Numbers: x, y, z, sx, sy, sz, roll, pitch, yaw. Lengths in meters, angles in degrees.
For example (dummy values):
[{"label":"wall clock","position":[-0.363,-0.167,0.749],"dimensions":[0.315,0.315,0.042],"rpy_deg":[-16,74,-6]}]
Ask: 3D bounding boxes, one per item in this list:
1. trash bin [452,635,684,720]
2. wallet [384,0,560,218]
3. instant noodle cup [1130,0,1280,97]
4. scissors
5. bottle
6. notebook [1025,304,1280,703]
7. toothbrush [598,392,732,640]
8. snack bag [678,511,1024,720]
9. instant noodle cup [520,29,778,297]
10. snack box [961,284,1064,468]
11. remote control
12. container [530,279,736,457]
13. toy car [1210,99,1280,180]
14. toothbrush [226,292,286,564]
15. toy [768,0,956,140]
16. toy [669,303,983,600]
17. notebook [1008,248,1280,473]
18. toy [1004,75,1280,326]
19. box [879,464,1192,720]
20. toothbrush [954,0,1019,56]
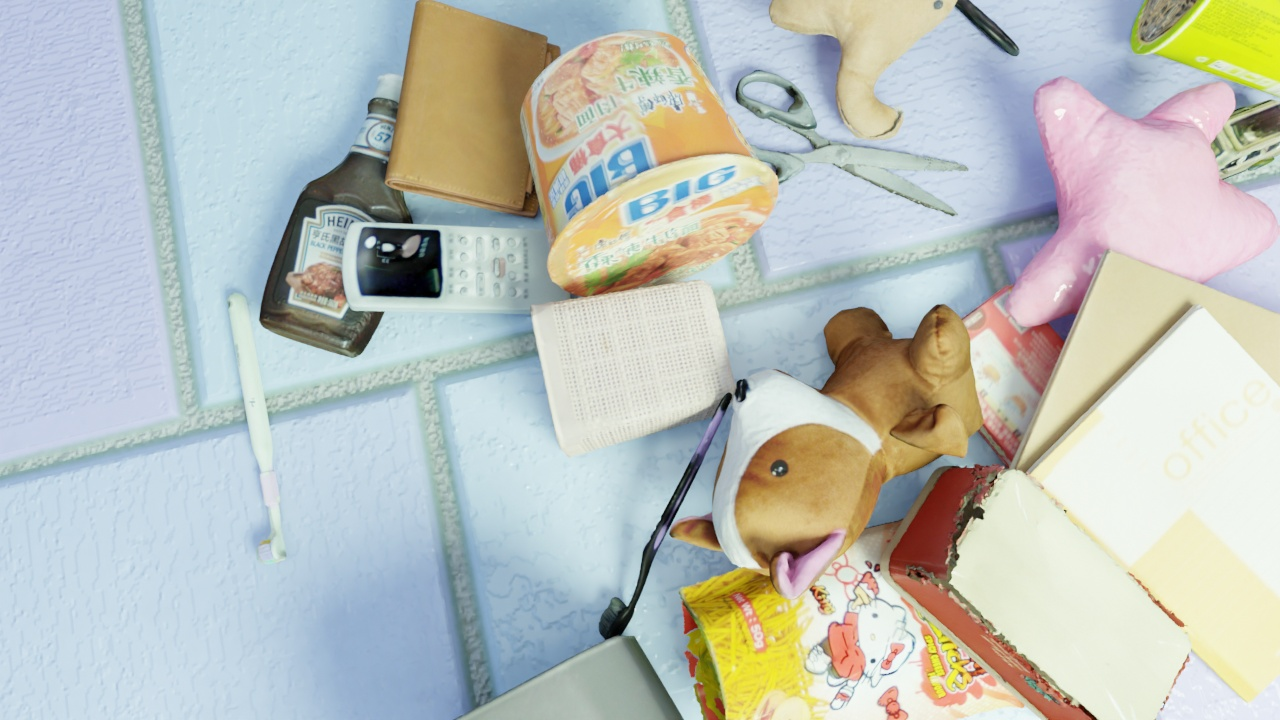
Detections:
[{"label":"trash bin","position":[-0.026,0.282,0.489],"dimensions":[0.199,0.199,0.219],"rpy_deg":[-27,72,-3]},{"label":"wallet","position":[-0.111,-0.171,0.631],"dimensions":[0.107,0.031,0.131],"rpy_deg":[10,81,-19]},{"label":"instant noodle cup","position":[0.408,-0.225,0.590],"dimensions":[0.123,0.112,0.111],"rpy_deg":[25,82,-1]},{"label":"scissors","position":[0.134,-0.146,0.635],"dimensions":[0.163,0.014,0.165],"rpy_deg":[-25,81,-1]},{"label":"bottle","position":[-0.194,-0.103,0.633],"dimensions":[0.080,0.044,0.194],"rpy_deg":[18,80,-1]},{"label":"notebook","position":[0.346,0.088,0.544],"dimensions":[0.206,0.010,0.146],"rpy_deg":[44,95,-6]},{"label":"toothbrush","position":[0.013,0.099,0.564],"dimensions":[0.017,0.014,0.189],"rpy_deg":[36,112,33]},{"label":"snack bag","position":[0.131,0.165,0.549],"dimensions":[0.207,0.073,0.128],"rpy_deg":[-10,79,-13]},{"label":"instant noodle cup","position":[-0.003,-0.124,0.578],"dimensions":[0.151,0.151,0.111],"rpy_deg":[-20,71,0]},{"label":"snack box","position":[0.256,0.032,0.589],"dimensions":[0.075,0.025,0.153],"rpy_deg":[-37,80,-3]},{"label":"remote control","position":[-0.120,-0.061,0.611],"dimensions":[0.150,0.021,0.058],"rpy_deg":[0,82,-14]},{"label":"container","position":[-0.003,0.003,0.580],"dimensions":[0.111,0.090,0.090],"rpy_deg":[-12,79,-1]},{"label":"toy car","position":[0.384,-0.142,0.608],"dimensions":[0.090,0.035,0.042],"rpy_deg":[-22,77,3]},{"label":"toothbrush","position":[-0.263,0.043,0.624],"dimensions":[0.020,0.029,0.189],"rpy_deg":[-3,75,-40]},{"label":"toy","position":[0.152,-0.266,0.614],"dimensions":[0.144,0.082,0.226],"rpy_deg":[-21,82,19]},{"label":"toy","position":[0.109,0.046,0.535],"dimensions":[0.199,0.140,0.130],"rpy_deg":[-45,106,-15]},{"label":"notebook","position":[0.344,0.039,0.549],"dimensions":[0.211,0.012,0.149],"rpy_deg":[19,98,-5]},{"label":"toy","position":[0.320,-0.078,0.574],"dimensions":[0.178,0.074,0.194],"rpy_deg":[4,93,-5]},{"label":"box","position":[0.230,0.136,0.516],"dimensions":[0.168,0.077,0.091],"rpy_deg":[42,72,-11]},{"label":"toothbrush","position":[0.201,-0.276,0.653],"dimensions":[0.018,0.015,0.181],"rpy_deg":[-44,80,2]}]
